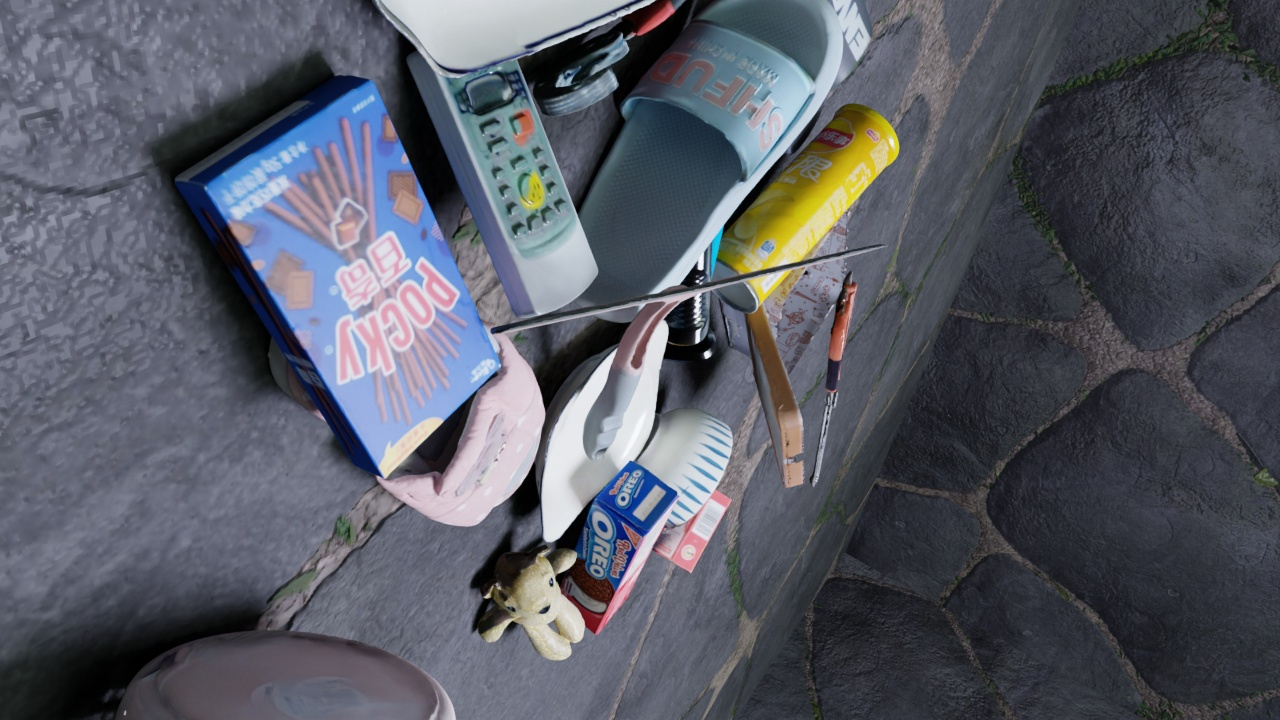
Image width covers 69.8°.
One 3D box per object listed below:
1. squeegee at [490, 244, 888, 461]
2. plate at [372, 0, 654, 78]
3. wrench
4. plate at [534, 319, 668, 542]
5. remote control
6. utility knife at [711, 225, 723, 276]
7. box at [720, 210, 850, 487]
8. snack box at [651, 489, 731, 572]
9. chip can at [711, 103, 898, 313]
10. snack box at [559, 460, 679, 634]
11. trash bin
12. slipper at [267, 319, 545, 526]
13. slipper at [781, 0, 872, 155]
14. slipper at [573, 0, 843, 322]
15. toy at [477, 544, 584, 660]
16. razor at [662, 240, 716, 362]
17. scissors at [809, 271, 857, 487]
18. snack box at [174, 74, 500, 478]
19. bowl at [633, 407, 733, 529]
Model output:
[{"bbox_3d":[-0.004,0.004,0.600,0.247,0.040,0.250,-14,157,-26],"label":"squeegee"},{"bbox_3d":[-0.037,-0.229,0.409,0.264,0.034,0.162,-42,151,-42],"label":"plate"},{"bbox_3d":[0.020,-0.217,0.541,0.272,0.056,0.016,-53,133,-34],"label":"wrench"},{"bbox_3d":[-0.038,0.050,0.736,0.163,0.034,0.164,-42,151,-41],"label":"plate"},{"bbox_3d":[-0.062,-0.089,0.442,0.056,0.019,0.135,-41,116,-47],"label":"remote control"},{"bbox_3d":[0.051,-0.085,0.788,0.018,0.034,0.217,-35,149,-33],"label":"utility knife"},{"bbox_3d":[0.139,-0.025,0.923,0.179,0.125,0.273,68,30,-63],"label":"box"},{"bbox_3d":[0.029,0.151,0.899,0.077,0.027,0.156,-60,-162,-9],"label":"snack box"},{"bbox_3d":[0.146,-0.140,0.839,0.213,0.072,0.072,-48,155,-14],"label":"chip can"},{"bbox_3d":[-0.025,0.174,0.837,0.058,0.057,0.208,-43,163,-39],"label":"snack box"},{"bbox_3d":[-0.181,0.247,0.438,0.227,0.228,0.192,8,96,-68],"label":"trash bin"},{"bbox_3d":[-0.108,0.029,0.525,0.114,0.054,0.274,-56,156,-14],"label":"slipper"},{"bbox_3d":[0.145,-0.253,0.730,0.110,0.083,0.268,-56,160,-15],"label":"slipper"},{"bbox_3d":[0.028,-0.136,0.578,0.245,0.104,0.074,-56,163,4],"label":"slipper"},{"bbox_3d":[-0.085,0.210,0.777,0.105,0.066,0.157,-37,144,-15],"label":"toy"},{"bbox_3d":[0.038,-0.073,0.753,0.067,0.062,0.168,-85,178,-53],"label":"razor"},{"bbox_3d":[0.192,0.025,0.925,0.197,0.015,0.205,72,32,-62],"label":"scissors"},{"bbox_3d":[-0.121,-0.032,0.400,0.084,0.026,0.157,-48,136,-33],"label":"snack box"},{"bbox_3d":[0.024,0.091,0.857,0.117,0.066,0.116,-47,-159,24],"label":"bowl"}]
